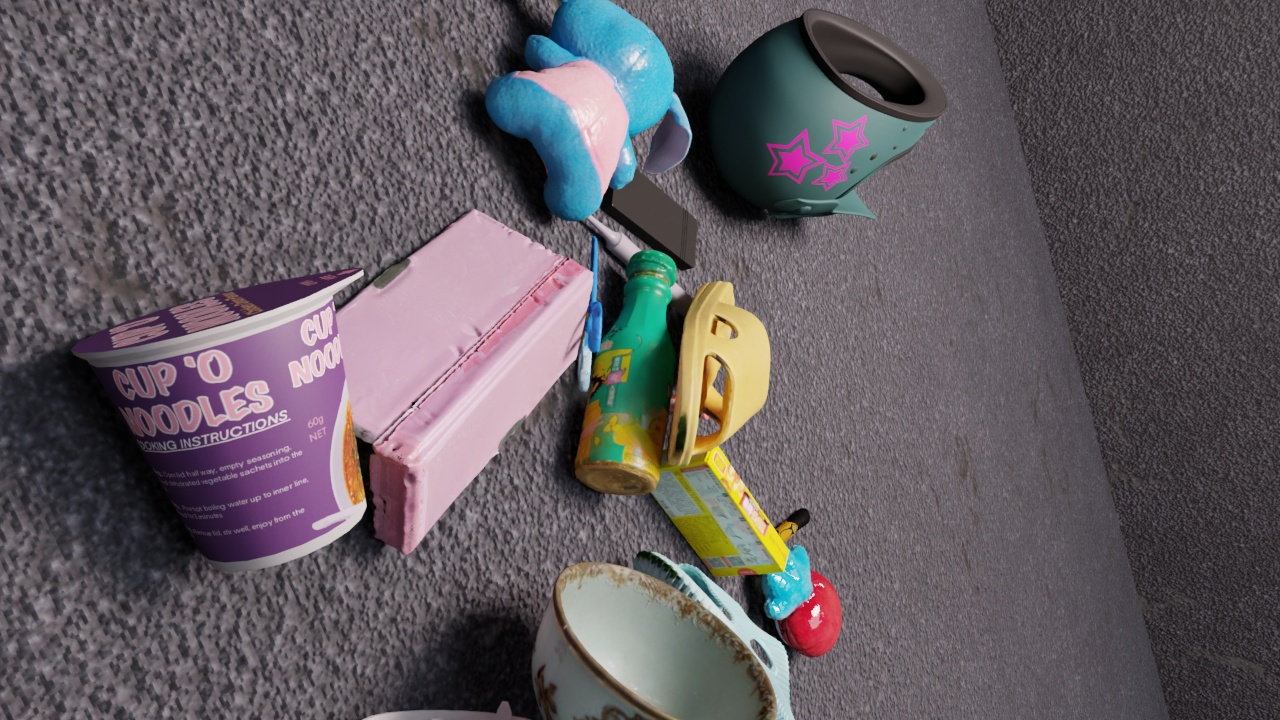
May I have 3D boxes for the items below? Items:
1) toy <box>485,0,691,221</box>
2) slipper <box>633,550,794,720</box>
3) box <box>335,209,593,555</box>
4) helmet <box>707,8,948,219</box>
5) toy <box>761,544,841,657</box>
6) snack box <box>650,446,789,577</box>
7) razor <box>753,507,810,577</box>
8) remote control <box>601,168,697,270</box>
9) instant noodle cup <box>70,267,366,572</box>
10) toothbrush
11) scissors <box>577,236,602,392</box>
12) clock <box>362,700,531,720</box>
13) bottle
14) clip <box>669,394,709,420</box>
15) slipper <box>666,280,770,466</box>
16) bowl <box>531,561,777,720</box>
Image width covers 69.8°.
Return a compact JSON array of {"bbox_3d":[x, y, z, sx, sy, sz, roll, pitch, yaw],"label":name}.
[{"bbox_3d":[-0.050,-0.227,0.754,0.224,0.099,0.190,48,51,-24],"label":"toy"},{"bbox_3d":[0.085,0.254,0.779,0.069,0.116,0.276,-38,119,-17],"label":"slipper"},{"bbox_3d":[-0.135,0.001,0.621,0.231,0.115,0.107,-53,163,-46],"label":"box"},{"bbox_3d":[0.193,-0.245,0.997,0.274,0.201,0.176,2,57,-38],"label":"helmet"},{"bbox_3d":[0.160,0.244,0.928,0.133,0.062,0.092,53,35,-25],"label":"toy"},{"bbox_3d":[0.066,0.136,0.817,0.152,0.075,0.025,55,39,-29],"label":"snack box"},{"bbox_3d":[0.147,0.182,0.965,0.143,0.021,0.044,-17,94,-57],"label":"razor"},{"bbox_3d":[0.011,-0.139,0.876,0.133,0.013,0.058,31,56,-45],"label":"remote control"},{"bbox_3d":[-0.190,0.030,0.466,0.136,0.122,0.122,-21,109,-27],"label":"instant noodle cup"},{"bbox_3d":[-0.004,-0.092,0.836,0.188,0.018,0.019,38,45,-42],"label":"toothbrush"},{"bbox_3d":[-0.041,-0.031,0.735,0.125,0.016,0.123,-100,-160,-55],"label":"scissors"},{"bbox_3d":[-0.117,0.227,0.506,0.159,0.120,0.061,27,63,-60],"label":"clock"},{"bbox_3d":[-0.005,0.004,0.764,0.068,0.068,0.209,38,51,-42],"label":"bottle"},{"bbox_3d":[0.051,0.041,0.861,0.060,0.045,0.023,14,73,-37],"label":"clip"},{"bbox_3d":[0.073,0.001,0.796,0.262,0.078,0.100,-67,161,-64],"label":"slipper"},{"bbox_3d":[-0.006,0.214,0.583,0.159,0.160,0.094,13,109,-52],"label":"bowl"}]
